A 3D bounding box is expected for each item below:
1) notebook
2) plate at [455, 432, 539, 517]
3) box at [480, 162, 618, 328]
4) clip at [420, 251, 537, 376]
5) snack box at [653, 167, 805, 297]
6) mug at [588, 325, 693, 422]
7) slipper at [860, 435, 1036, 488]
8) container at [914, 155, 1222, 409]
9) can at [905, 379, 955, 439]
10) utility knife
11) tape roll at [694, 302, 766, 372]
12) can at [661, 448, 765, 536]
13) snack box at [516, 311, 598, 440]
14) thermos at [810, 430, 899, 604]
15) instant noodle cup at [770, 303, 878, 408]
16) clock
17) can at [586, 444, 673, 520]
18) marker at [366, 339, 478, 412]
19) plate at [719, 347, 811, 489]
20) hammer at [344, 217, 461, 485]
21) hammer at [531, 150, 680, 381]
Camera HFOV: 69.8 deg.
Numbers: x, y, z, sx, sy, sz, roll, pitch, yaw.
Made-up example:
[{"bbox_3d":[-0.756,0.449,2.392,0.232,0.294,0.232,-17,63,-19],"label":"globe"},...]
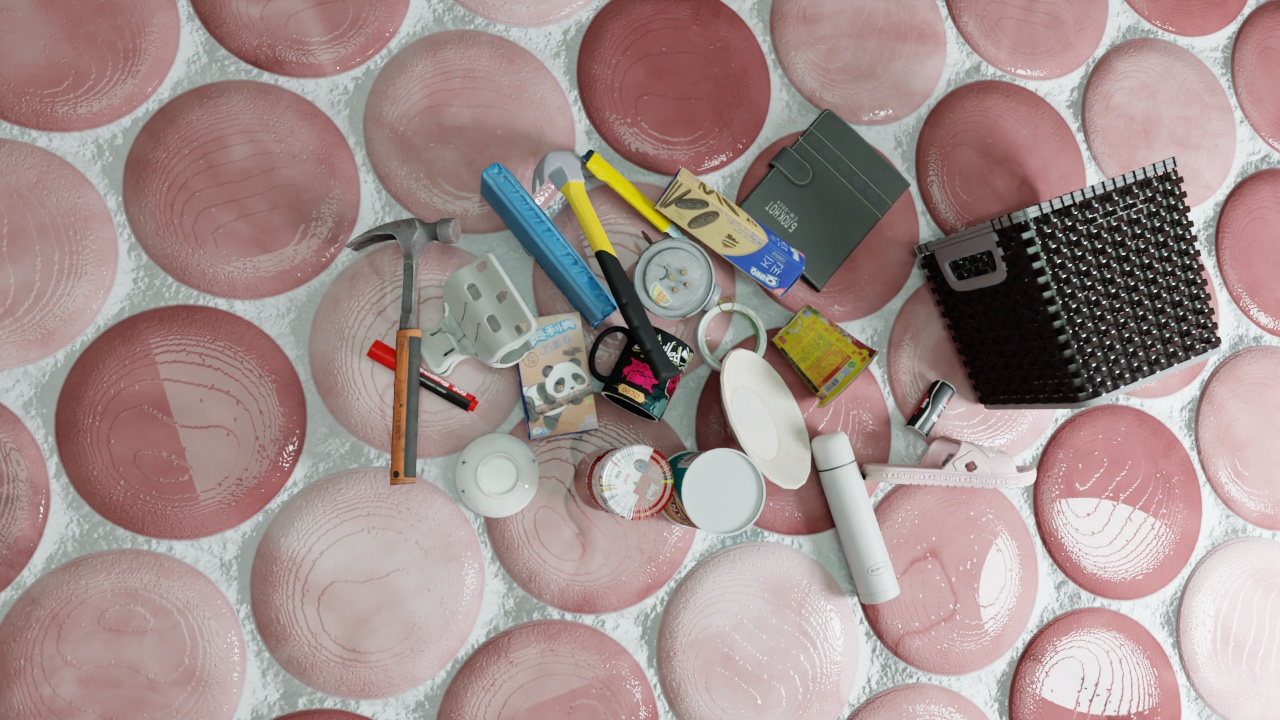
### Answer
[{"bbox_3d":[0.247,-0.223,1.253,0.169,0.029,0.208,42,76,-5],"label":"notebook"},{"bbox_3d":[-0.175,0.141,1.126,0.104,0.026,0.104,1,83,-11],"label":"plate"},{"bbox_3d":[-0.108,-0.146,1.138,0.054,0.093,0.231,-40,91,-13],"label":"box"},{"bbox_3d":[-0.197,-0.040,1.120,0.152,0.099,0.126,-41,69,20],"label":"clip"},{"bbox_3d":[0.119,-0.167,1.193,0.206,0.056,0.057,34,116,-6],"label":"snack box"},{"bbox_3d":[-0.007,0.007,1.145,0.118,0.082,0.098,29,79,-9],"label":"mug"},{"bbox_3d":[0.410,0.133,1.212,0.239,0.094,0.064,1,88,-8],"label":"slipper"},{"bbox_3d":[0.553,-0.087,1.191,0.245,0.248,0.243,-20,91,-13],"label":"container"},{"bbox_3d":[0.394,0.066,1.247,0.031,0.031,0.080,37,78,-6],"label":"can"},{"bbox_3d":[0.009,-0.195,1.185,0.217,0.019,0.030,38,56,-15],"label":"utility knife"},{"bbox_3d":[0.119,-0.029,1.209,0.093,0.018,0.093,1,84,-12],"label":"tape roll"},{"bbox_3d":[0.081,0.158,1.115,0.099,0.144,0.099,1,83,-12],"label":"can"},{"bbox_3d":[-0.108,0.019,1.148,0.087,0.034,0.151,-9,86,-12],"label":"snack box"},{"bbox_3d":[0.278,0.202,1.198,0.052,0.052,0.224,-18,88,-13],"label":"thermos"},{"bbox_3d":[0.235,-0.014,1.197,0.100,0.100,0.112,-44,85,-13],"label":"instant noodle cup"},{"bbox_3d":[0.053,-0.099,1.177,0.148,0.056,0.104,25,93,-8],"label":"clock"},{"bbox_3d":[-0.014,0.147,1.111,0.086,0.116,0.086,1,83,-12],"label":"can"},{"bbox_3d":[-0.265,0.020,1.123,0.145,0.021,0.023,30,71,-7],"label":"marker"},{"bbox_3d":[0.150,0.076,1.151,0.188,0.027,0.188,34,41,-36],"label":"plate"},{"bbox_3d":[-0.286,-0.011,1.082,0.138,0.035,0.314,0,84,11],"label":"hammer"},{"bbox_3d":[-0.038,-0.119,1.111,0.126,0.029,0.323,-8,68,-50],"label":"hammer"}]
